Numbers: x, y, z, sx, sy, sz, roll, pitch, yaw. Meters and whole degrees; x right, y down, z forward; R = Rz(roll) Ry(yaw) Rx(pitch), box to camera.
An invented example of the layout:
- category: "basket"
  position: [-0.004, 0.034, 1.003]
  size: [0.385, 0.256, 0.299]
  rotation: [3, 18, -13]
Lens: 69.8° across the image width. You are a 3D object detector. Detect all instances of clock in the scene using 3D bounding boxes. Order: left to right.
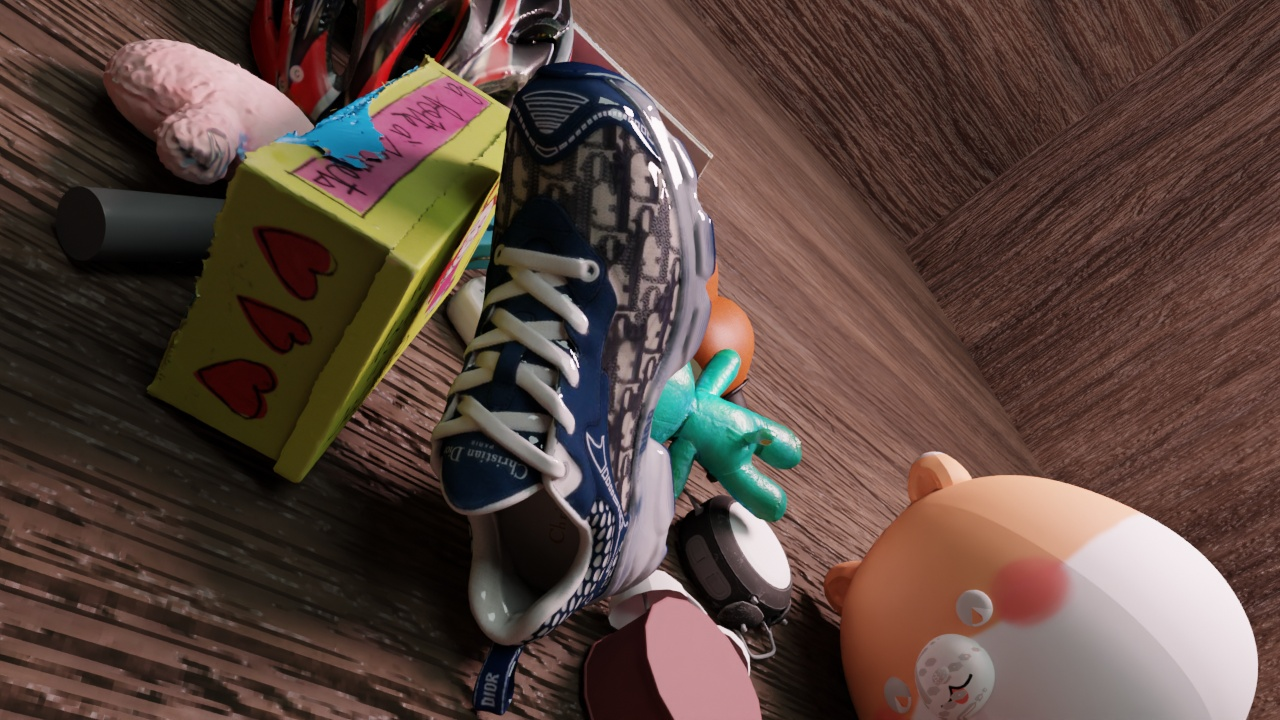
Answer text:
- category: "clock"
  position: [0.018, 0.169, 0.483]
  size: [0.096, 0.048, 0.137]
  rotation: [45, 23, -17]
- category: "clock"
  position: [0.072, 0.142, 0.639]
  size: [0.091, 0.044, 0.122]
  rotation: [17, 41, -56]

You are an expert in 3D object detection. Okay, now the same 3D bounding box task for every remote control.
- category: "remote control"
  position: [-0.076, -0.003, 0.587]
  size: [0.114, 0.028, 0.060]
  rotation: [52, 22, -3]

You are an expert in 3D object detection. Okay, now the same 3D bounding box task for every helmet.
- category: "helmet"
  position: [-0.145, -0.220, 0.639]
  size: [0.217, 0.167, 0.271]
  rotation: [34, 39, -20]

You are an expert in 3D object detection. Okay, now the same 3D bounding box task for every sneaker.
- category: "sneaker"
  position: [-0.040, 0.015, 0.394]
  size: [0.103, 0.270, 0.132]
  rotation: [11, 24, 18]

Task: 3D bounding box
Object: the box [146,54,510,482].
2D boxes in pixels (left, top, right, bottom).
- category: "box"
  position: [-0.125, -0.057, 0.434]
  size: [0.080, 0.125, 0.220]
  rotation: [30, 25, -11]

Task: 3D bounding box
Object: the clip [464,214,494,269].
- category: "clip"
  position: [-0.093, -0.083, 0.592]
  size: [0.120, 0.027, 0.103]
  rotation: [4, 42, -12]

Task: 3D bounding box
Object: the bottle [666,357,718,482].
- category: "bottle"
  position: [-0.004, 0.004, 0.663]
  size: [0.207, 0.072, 0.071]
  rotation: [49, 22, -10]

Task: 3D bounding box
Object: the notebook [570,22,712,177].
- category: "notebook"
  position: [-0.051, -0.228, 0.815]
  size: [0.253, 0.009, 0.181]
  rotation: [43, -17, 1]

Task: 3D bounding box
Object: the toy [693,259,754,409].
- category: "toy"
  position: [0.045, -0.026, 0.771]
  size: [0.176, 0.096, 0.111]
  rotation: [58, 36, 2]

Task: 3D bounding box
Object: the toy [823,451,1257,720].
- category: "toy"
  position: [0.269, 0.207, 0.654]
  size: [0.265, 0.263, 0.281]
  rotation: [6, 32, -51]

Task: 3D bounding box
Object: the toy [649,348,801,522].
- category: "toy"
  position: [0.031, 0.035, 0.597]
  size: [0.193, 0.073, 0.130]
  rotation: [32, 65, -20]

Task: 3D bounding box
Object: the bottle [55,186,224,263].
- category: "bottle"
  position: [-0.202, -0.060, 0.419]
  size: [0.030, 0.030, 0.112]
  rotation: [56, 22, 9]

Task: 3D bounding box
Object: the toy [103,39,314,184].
- category: "toy"
  position: [-0.203, -0.111, 0.450]
  size: [0.108, 0.053, 0.105]
  rotation: [25, 19, -43]
